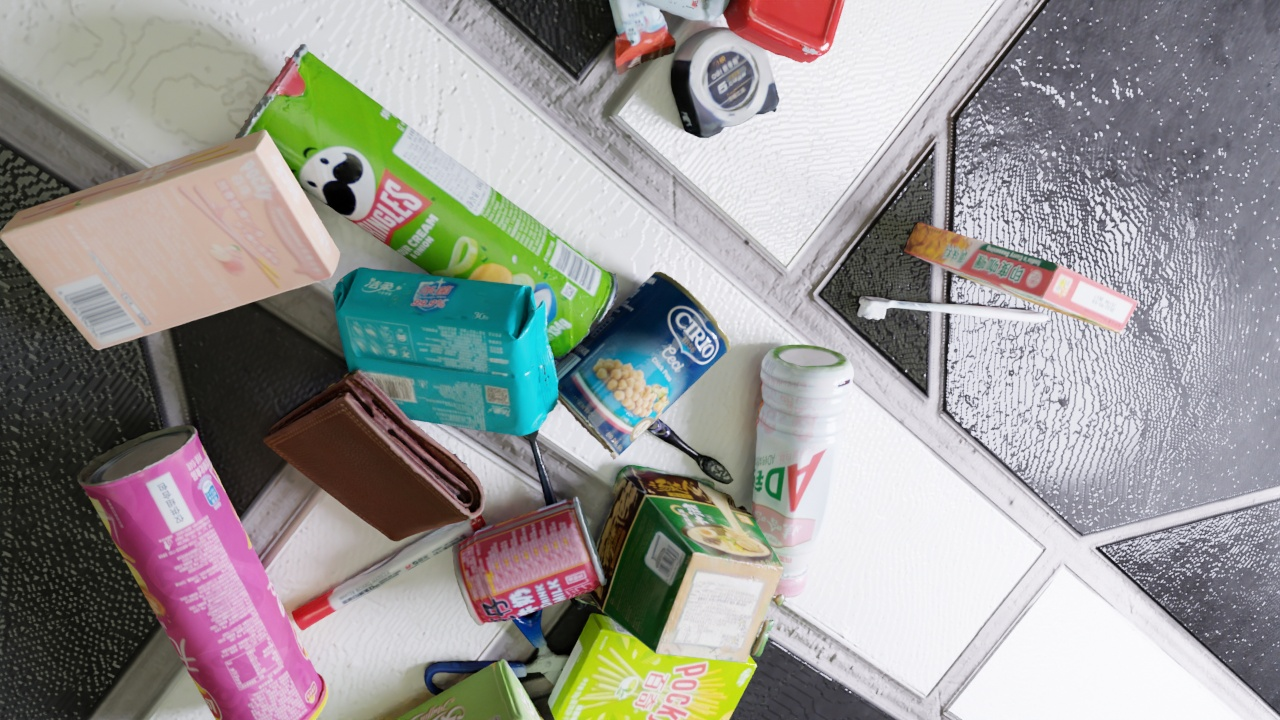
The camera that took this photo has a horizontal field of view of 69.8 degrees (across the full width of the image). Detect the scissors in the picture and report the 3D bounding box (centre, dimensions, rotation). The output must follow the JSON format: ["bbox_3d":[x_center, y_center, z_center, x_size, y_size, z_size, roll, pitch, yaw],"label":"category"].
[{"bbox_3d":[-0.084,0.228,0.710,0.162,0.012,0.174,-16,111,-15],"label":"scissors"}]

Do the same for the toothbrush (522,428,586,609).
[{"bbox_3d":[-0.065,0.111,0.680,0.015,0.018,0.181,-19,113,-14],"label":"toothbrush"}]

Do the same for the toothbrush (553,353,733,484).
[{"bbox_3d":[0.003,0.043,0.681,0.189,0.017,0.014,38,86,-23],"label":"toothbrush"}]

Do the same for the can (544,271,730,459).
[{"bbox_3d":[-0.004,0.004,0.627,0.111,0.075,0.075,-44,114,-8],"label":"can"}]

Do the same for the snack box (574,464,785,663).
[{"bbox_3d":[0.034,0.156,0.671,0.117,0.105,0.118,15,99,-26],"label":"snack box"}]

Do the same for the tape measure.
[{"bbox_3d":[0.055,-0.190,0.617,0.065,0.033,0.066,-23,114,-13],"label":"tape measure"}]

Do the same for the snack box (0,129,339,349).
[{"bbox_3d":[-0.261,-0.065,0.516,0.157,0.026,0.084,-16,127,7],"label":"snack box"}]

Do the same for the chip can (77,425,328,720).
[{"bbox_3d":[-0.275,0.148,0.589,0.071,0.071,0.211,-21,111,-12],"label":"chip can"}]

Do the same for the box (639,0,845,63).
[{"bbox_3d":[0.073,-0.304,0.570,0.158,0.039,0.201,15,90,-22],"label":"box"}]

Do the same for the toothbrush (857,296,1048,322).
[{"bbox_3d":[0.255,-0.037,0.740,0.180,0.016,0.016,2,113,-19],"label":"toothbrush"}]

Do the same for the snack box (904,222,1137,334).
[{"bbox_3d":[0.266,-0.062,0.659,0.077,0.156,0.027,18,101,-23],"label":"snack box"}]

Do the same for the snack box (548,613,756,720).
[{"bbox_3d":[0.012,0.260,0.738,0.156,0.026,0.086,22,99,-28],"label":"snack box"}]

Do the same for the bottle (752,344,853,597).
[{"bbox_3d":[0.119,0.089,0.707,0.068,0.068,0.197,-3,110,-18],"label":"bottle"}]

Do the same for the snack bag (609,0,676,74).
[{"bbox_3d":[-0.008,-0.240,0.584,0.048,0.026,0.104,-26,112,-18],"label":"snack bag"}]

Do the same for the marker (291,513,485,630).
[{"bbox_3d":[-0.177,0.147,0.651,0.145,0.017,0.017,-29,113,-8],"label":"marker"}]

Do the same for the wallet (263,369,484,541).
[{"bbox_3d":[-0.171,0.069,0.595,0.101,0.032,0.124,-24,120,37],"label":"wallet"}]

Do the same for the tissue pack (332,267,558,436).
[{"bbox_3d":[-0.118,-0.005,0.567,0.133,0.050,0.093,9,134,7],"label":"tissue pack"}]

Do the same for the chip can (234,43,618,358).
[{"bbox_3d":[-0.124,-0.090,0.566,0.236,0.072,0.072,35,93,-24],"label":"chip can"}]

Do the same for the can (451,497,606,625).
[{"bbox_3d":[-0.078,0.142,0.644,0.094,0.066,0.066,-19,111,-4],"label":"can"}]

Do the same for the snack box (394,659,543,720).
[{"bbox_3d":[-0.124,0.353,0.696,0.157,0.070,0.210,-28,118,-8],"label":"snack box"}]
